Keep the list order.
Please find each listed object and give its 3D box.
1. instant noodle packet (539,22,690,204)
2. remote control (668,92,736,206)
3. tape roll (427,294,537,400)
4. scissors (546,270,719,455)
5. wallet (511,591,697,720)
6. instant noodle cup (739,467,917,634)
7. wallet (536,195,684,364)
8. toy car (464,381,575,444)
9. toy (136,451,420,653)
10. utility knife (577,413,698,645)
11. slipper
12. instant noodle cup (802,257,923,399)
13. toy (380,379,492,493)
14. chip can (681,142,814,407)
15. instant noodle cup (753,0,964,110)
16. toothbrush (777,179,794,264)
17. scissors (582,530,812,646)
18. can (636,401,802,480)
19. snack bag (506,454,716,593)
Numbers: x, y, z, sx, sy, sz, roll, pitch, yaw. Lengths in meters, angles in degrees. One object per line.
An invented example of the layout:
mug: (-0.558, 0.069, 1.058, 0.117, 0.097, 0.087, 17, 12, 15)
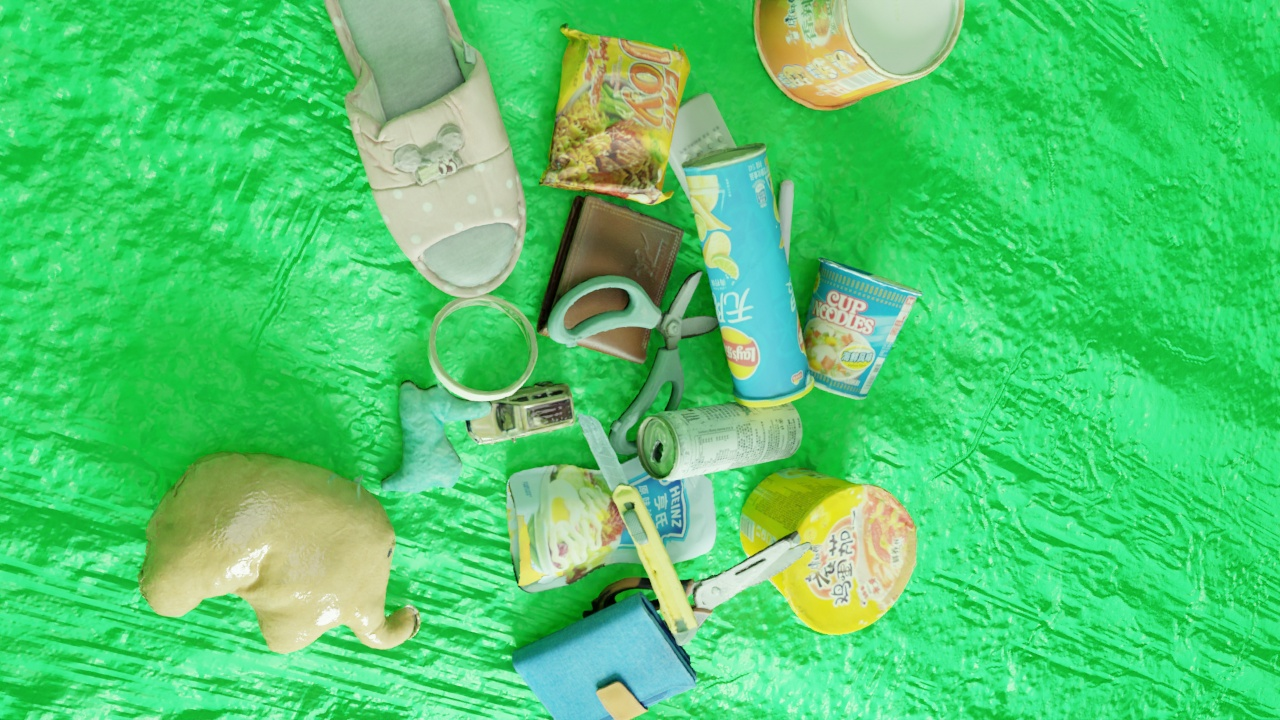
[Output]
instant noodle packet: (-0.018, -0.194, 0.728, 0.110, 0.044, 0.128, 8, 96, -13)
remote control: (0.067, -0.152, 0.791, 0.058, 0.021, 0.150, -36, 111, -13)
tape roll: (-0.124, -0.011, 0.722, 0.085, 0.014, 0.085, 7, 69, -18)
scissors: (-0.005, 0.004, 0.768, 0.170, 0.019, 0.180, -5, 109, -34)
wallet: (-0.031, 0.269, 0.801, 0.133, 0.040, 0.106, -27, 110, 12)
instant noodle cup: (0.164, 0.165, 0.845, 0.138, 0.110, 0.138, -4, 101, -22)
wallet: (-0.023, -0.066, 0.764, 0.101, 0.032, 0.124, 14, 98, -29)
toy car: (-0.098, 0.044, 0.754, 0.090, 0.035, 0.042, -10, 102, -18)
toy: (-0.249, 0.150, 0.691, 0.226, 0.082, 0.143, 30, 93, -28)
utility knife: (-0.001, 0.141, 0.773, 0.031, 0.022, 0.219, -22, 91, 24)
slipper: (-0.155, -0.178, 0.674, 0.114, 0.054, 0.274, -21, 107, -18)
instant noodle cup: (0.190, -0.026, 0.832, 0.099, 0.099, 0.110, 13, 102, -24)
toy: (-0.163, 0.059, 0.726, 0.096, 0.030, 0.092, -5, 99, 1)
chip can: (0.092, -0.069, 0.768, 0.071, 0.071, 0.210, -21, 110, -18)
instant noodle cup: (0.186, -0.289, 0.764, 0.151, 0.111, 0.151, -4, 102, -22)
toothbrush: (0.130, -0.068, 0.835, 0.021, 0.029, 0.189, 3, 100, 15)
scissors: (0.043, 0.194, 0.791, 0.193, 0.015, 0.207, 16, 117, 4)
can: (0.071, 0.066, 0.798, 0.146, 0.058, 0.058, -6, 103, -35)
snack bag: (-0.020, 0.135, 0.804, 0.190, 0.039, 0.110, -7, 92, -22)
